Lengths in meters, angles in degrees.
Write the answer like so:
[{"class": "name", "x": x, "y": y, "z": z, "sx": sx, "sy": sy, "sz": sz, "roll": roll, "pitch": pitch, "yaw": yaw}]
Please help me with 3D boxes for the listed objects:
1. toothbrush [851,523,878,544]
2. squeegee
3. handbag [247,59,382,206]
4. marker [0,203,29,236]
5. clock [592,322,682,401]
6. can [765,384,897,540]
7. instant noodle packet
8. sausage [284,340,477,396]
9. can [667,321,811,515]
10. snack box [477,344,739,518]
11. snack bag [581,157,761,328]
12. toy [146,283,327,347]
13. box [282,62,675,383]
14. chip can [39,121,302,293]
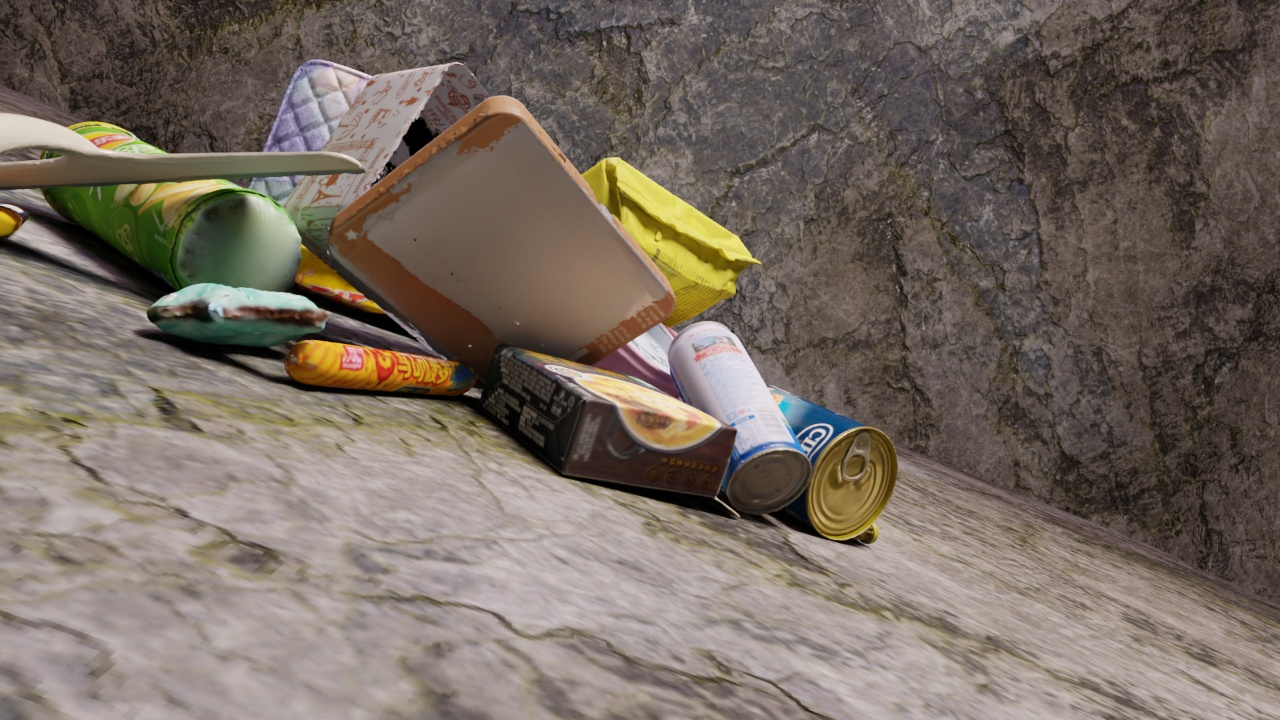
[{"class": "toothbrush", "x": 0.110, "y": 0.080, "z": 0.681, "sx": 0.016, "sy": 0.016, "sz": 0.190, "roll": 17, "pitch": 14, "yaw": -33}, {"class": "squeegee", "x": -0.268, "y": -0.077, "z": 0.361, "sx": 0.246, "sy": 0.039, "sz": 0.246, "roll": -2, "pitch": 16, "yaw": 2}, {"class": "handbag", "x": -0.278, "y": -0.168, "z": 0.848, "sx": 0.134, "sy": 0.194, "sz": 0.075, "roll": 23, "pitch": 1, "yaw": 15}, {"class": "marker", "x": -0.343, "y": -0.076, "z": 0.493, "sx": 0.018, "sy": 0.015, "sz": 0.124, "roll": 22, "pitch": 0, "yaw": -31}, {"class": "clock", "x": -0.004, "y": 0.004, "z": 0.687, "sx": 0.158, "sy": 0.060, "sz": 0.117, "roll": 34, "pitch": 21, "yaw": -37}, {"class": "can", "x": 0.105, "y": 0.064, "z": 0.618, "sx": 0.075, "sy": 0.075, "sz": 0.111, "roll": 20, "pitch": 3, "yaw": -34}, {"class": "instant noodle packet", "x": -0.229, "y": -0.061, "z": 0.735, "sx": 0.128, "sy": 0.044, "sz": 0.111, "roll": 24, "pitch": -5, "yaw": -29}, {"class": "sausage", "x": -0.129, "y": 0.006, "z": 0.479, "sx": 0.021, "sy": 0.021, "sz": 0.165, "roll": 23, "pitch": 3, "yaw": 19}, {"class": "can", "x": 0.059, "y": 0.032, "z": 0.584, "sx": 0.053, "sy": 0.053, "sz": 0.134, "roll": 20, "pitch": 28, "yaw": -30}, {"class": "snack box", "x": -0.013, "y": 0.039, "z": 0.525, "sx": 0.125, "sy": 0.053, "sz": 0.113, "roll": 13, "pitch": 8, "yaw": -35}, {"class": "snack bag", "x": -0.045, "y": -0.060, "z": 0.758, "sx": 0.247, "sy": 0.068, "sz": 0.158, "roll": -26, "pitch": -36, "yaw": 36}, {"class": "toy", "x": -0.183, "y": -0.020, "z": 0.430, "sx": 0.096, "sy": 0.030, "sz": 0.092, "roll": 3, "pitch": 3, "yaw": 10}, {"class": "box", "x": -0.085, "y": -0.075, "z": 0.556, "sx": 0.178, "sy": 0.152, "sz": 0.182, "roll": 3, "pitch": -30, "yaw": 36}, {"class": "chip can", "x": -0.287, "y": -0.089, "z": 0.551, "sx": 0.221, "sy": 0.072, "sz": 0.072, "roll": 24, "pitch": 4, "yaw": 37}]
